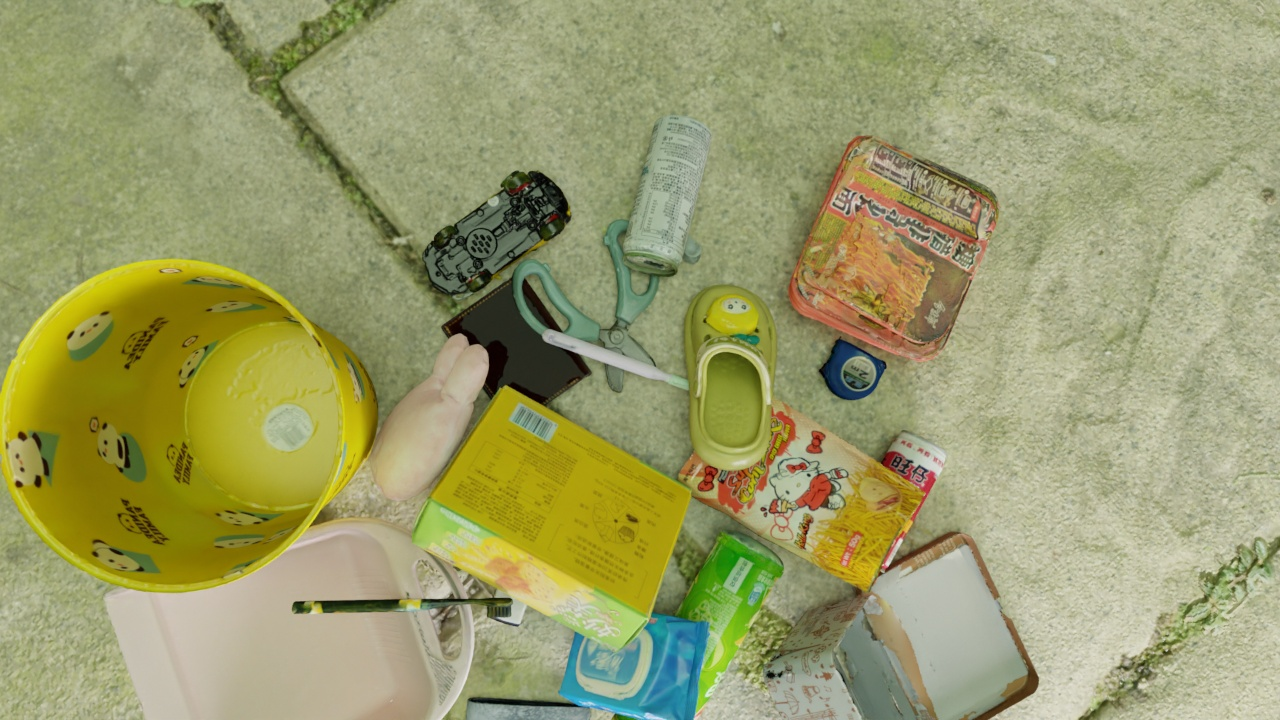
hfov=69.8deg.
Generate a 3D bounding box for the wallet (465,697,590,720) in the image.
[{"bbox_3d":[-0.111,0.376,0.879,0.121,0.019,0.097,6,90,-6],"label":"wallet"}]

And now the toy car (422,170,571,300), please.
[{"bbox_3d":[-0.138,-0.121,0.881,0.155,0.041,0.071,-38,91,-7],"label":"toy car"}]

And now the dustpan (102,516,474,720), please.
[{"bbox_3d":[-0.292,0.251,0.784,0.272,0.139,0.222,-22,91,-29],"label":"dustpan"}]

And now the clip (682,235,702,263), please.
[{"bbox_3d":[0.037,-0.120,0.909,0.057,0.029,0.024,39,83,7],"label":"clip"}]

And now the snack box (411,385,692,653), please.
[{"bbox_3d":[-0.074,0.138,0.821,0.210,0.070,0.157,30,41,-4],"label":"snack box"}]

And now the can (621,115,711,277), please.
[{"bbox_3d":[0.025,-0.158,0.879,0.058,0.058,0.146,14,79,-4],"label":"can"}]

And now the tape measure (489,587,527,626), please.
[{"bbox_3d":[-0.118,0.213,0.859,0.033,0.066,0.065,18,87,-3],"label":"tape measure"}]

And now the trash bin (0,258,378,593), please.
[{"bbox_3d":[-0.332,0.049,0.751,0.229,0.255,0.229,0,88,-5],"label":"trash bin"}]

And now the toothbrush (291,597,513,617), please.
[{"bbox_3d":[-0.201,0.210,0.776,0.186,0.012,0.017,-1,100,-1],"label":"toothbrush"}]

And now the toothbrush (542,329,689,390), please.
[{"bbox_3d":[-0.005,0.005,0.882,0.189,0.021,0.029,20,91,-14],"label":"toothbrush"}]

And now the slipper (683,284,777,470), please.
[{"bbox_3d":[0.089,0.006,0.856,0.091,0.082,0.190,5,66,-5],"label":"slipper"}]

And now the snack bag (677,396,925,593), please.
[{"bbox_3d":[0.149,0.117,0.865,0.208,0.073,0.128,31,86,21],"label":"snack bag"}]

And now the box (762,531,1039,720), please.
[{"bbox_3d":[0.249,0.301,0.875,0.273,0.124,0.179,-26,90,-33],"label":"box"}]

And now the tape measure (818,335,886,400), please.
[{"bbox_3d":[0.210,0.012,0.914,0.058,0.025,0.054,28,88,1],"label":"tape measure"}]

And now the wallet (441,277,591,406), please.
[{"bbox_3d":[-0.121,-0.010,0.890,0.096,0.020,0.122,-35,92,-1],"label":"wallet"}]

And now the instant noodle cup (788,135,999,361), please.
[{"bbox_3d":[0.240,-0.104,0.894,0.164,0.079,0.188,25,85,-3],"label":"instant noodle cup"}]

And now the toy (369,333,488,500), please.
[{"bbox_3d":[-0.190,0.052,0.834,0.054,0.121,0.159,33,87,-33],"label":"toy"}]

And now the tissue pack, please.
[{"bbox_3d":[-0.008,0.272,0.829,0.052,0.157,0.094,34,62,-41],"label":"tissue pack"}]

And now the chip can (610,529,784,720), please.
[{"bbox_3d":[0.056,0.267,0.869,0.072,0.072,0.221,31,86,-3],"label":"chip can"}]

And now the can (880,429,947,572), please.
[{"bbox_3d":[0.246,0.137,0.898,0.053,0.053,0.132,30,86,-3],"label":"can"}]

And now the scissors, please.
[{"bbox_3d":[-0.053,-0.053,0.887,0.179,0.019,0.172,0,88,-17],"label":"scissors"}]
